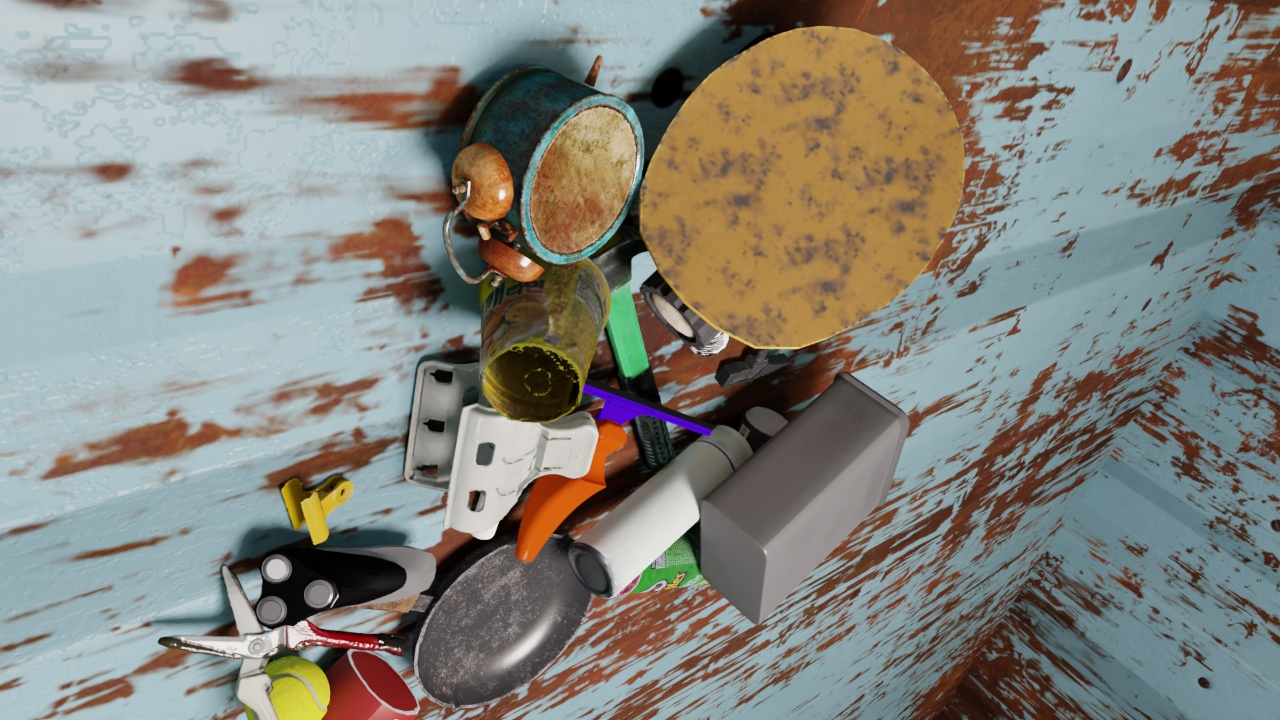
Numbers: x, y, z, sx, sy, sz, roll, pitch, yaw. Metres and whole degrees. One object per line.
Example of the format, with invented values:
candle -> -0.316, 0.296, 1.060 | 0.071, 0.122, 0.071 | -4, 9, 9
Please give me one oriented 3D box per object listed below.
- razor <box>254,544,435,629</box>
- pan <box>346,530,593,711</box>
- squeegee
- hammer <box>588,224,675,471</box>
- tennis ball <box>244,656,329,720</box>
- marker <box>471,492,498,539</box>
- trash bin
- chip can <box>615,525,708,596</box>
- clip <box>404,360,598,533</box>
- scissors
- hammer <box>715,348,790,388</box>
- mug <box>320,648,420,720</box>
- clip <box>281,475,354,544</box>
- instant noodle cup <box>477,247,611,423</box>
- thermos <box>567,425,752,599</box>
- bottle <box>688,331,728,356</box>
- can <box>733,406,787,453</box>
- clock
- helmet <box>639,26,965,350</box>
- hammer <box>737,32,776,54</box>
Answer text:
razor -> -0.221, 0.169, 0.712 | 0.156, 0.060, 0.057 | 10, 86, -63
pan -> -0.180, 0.223, 0.845 | 0.356, 0.040, 0.207 | 30, 94, -47
squeegee -> -0.060, 0.102, 0.824 | 0.249, 0.055, 0.185 | 23, 103, -48
hammer -> -0.005, 0.005, 0.834 | 0.130, 0.032, 0.319 | -37, 144, -17
tennis ball -> -0.290, 0.277, 0.753 | 0.065, 0.065, 0.065 | -29, 141, -27
marker -> -0.122, 0.100, 0.801 | 0.133, 0.023, 0.027 | -68, 172, 26
trash bin -> 0.173, 0.150, 0.990 | 0.219, 0.097, 0.192 | -38, 149, -23
chip can -> 0.038, 0.226, 1.057 | 0.223, 0.075, 0.075 | 13, 113, -52
clip -> -0.107, 0.073, 0.705 | 0.150, 0.110, 0.127 | 14, 125, -4
scissors -> -0.273, 0.249, 0.708 | 0.198, 0.015, 0.179 | 13, 86, -41
hammer -> 0.174, -0.086, 0.873 | 0.094, 0.015, 0.326 | -14, 149, -34
mug -> -0.257, 0.324, 0.826 | 0.096, 0.080, 0.116 | -45, 152, -5
clip -> -0.237, 0.107, 0.682 | 0.048, 0.046, 0.054 | -8, 132, -11
instant noodle cup -> -0.072, -0.015, 0.643 | 0.102, 0.108, 0.102 | 0, 126, 0
thermos -> 0.026, 0.149, 0.940 | 0.229, 0.068, 0.068 | -35, 144, -36
bottle -> 0.061, -0.029, 0.844 | 0.041, 0.041, 0.116 | -44, 166, -7
can -> 0.122, 0.119, 1.051 | 0.064, 0.064, 0.127 | -4, 126, -46
clock -> -0.073, -0.117, 0.601 | 0.157, 0.073, 0.121 | -47, 148, -23
helmet -> 0.110, -0.117, 0.703 | 0.255, 0.205, 0.131 | -44, 178, -11
hammer -> 0.135, -0.156, 0.835 | 0.127, 0.029, 0.324 | -42, 144, -8
